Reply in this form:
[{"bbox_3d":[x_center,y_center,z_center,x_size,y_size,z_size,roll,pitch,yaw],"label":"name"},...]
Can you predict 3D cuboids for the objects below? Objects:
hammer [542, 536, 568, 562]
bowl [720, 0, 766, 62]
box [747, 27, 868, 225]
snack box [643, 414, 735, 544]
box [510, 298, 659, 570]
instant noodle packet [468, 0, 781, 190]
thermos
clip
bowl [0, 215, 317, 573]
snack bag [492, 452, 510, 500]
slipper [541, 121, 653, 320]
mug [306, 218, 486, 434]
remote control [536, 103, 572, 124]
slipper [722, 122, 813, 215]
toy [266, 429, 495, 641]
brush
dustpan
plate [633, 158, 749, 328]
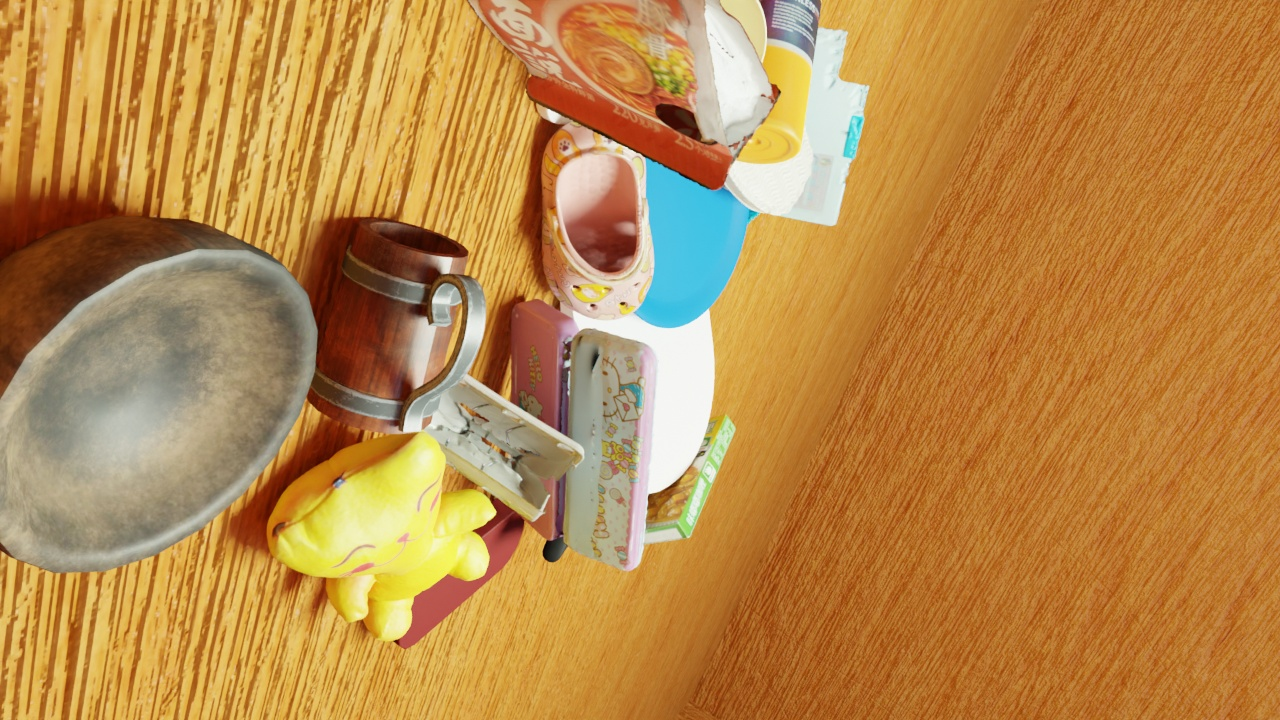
[{"bbox_3d":[-0.060,0.155,0.995,0.127,0.029,0.323,-65,176,8],"label":"hammer"},{"bbox_3d":[0.027,-0.246,0.679,0.074,0.118,0.118,-103,-161,-47],"label":"bowl"},{"bbox_3d":[0.145,-0.242,0.975,0.168,0.086,0.228,-12,135,-19],"label":"box"},{"bbox_3d":[0.022,0.134,1.008,0.027,0.132,0.167,54,40,-22],"label":"snack box"},{"bbox_3d":[-0.054,0.065,0.765,0.040,0.151,0.214,-27,129,-47],"label":"box"},{"bbox_3d":[-0.019,-0.203,0.502,0.084,0.164,0.221,-57,161,-5],"label":"instant noodle packet"},{"bbox_3d":[0.111,-0.282,0.736,0.092,0.076,0.232,-9,-112,61],"label":"thermos"},{"bbox_3d":[-0.123,0.074,0.723,0.105,0.126,0.152,-57,-174,-31],"label":"clip"},{"bbox_3d":[-0.231,0.008,0.410,0.161,0.070,0.162,-50,158,-28],"label":"bowl"},{"bbox_3d":[-0.095,0.080,0.867,0.016,0.070,0.197,-68,176,-56],"label":"snack bag"},{"bbox_3d":[-0.033,-0.092,0.717,0.198,0.093,0.081,86,-5,-50],"label":"slipper"},{"bbox_3d":[-0.139,-0.015,0.549,0.081,0.117,0.111,1,115,-48],"label":"mug"},{"bbox_3d":[-0.036,-0.200,0.694,0.136,0.013,0.043,-23,139,-60],"label":"remote control"},{"bbox_3d":[0.082,-0.224,0.835,0.272,0.054,0.114,33,78,-52],"label":"slipper"},{"bbox_3d":[-0.183,0.119,0.673,0.134,0.087,0.194,-36,151,-14],"label":"toy"},{"bbox_3d":[-0.177,0.189,0.851,0.172,0.042,0.082,-36,149,-50],"label":"brush"},{"bbox_3d":[-0.005,0.005,0.923,0.191,0.053,0.258,-29,119,-43],"label":"dustpan"},{"bbox_3d":[0.034,-0.142,0.869,0.223,0.024,0.224,-22,119,-48],"label":"plate"}]
